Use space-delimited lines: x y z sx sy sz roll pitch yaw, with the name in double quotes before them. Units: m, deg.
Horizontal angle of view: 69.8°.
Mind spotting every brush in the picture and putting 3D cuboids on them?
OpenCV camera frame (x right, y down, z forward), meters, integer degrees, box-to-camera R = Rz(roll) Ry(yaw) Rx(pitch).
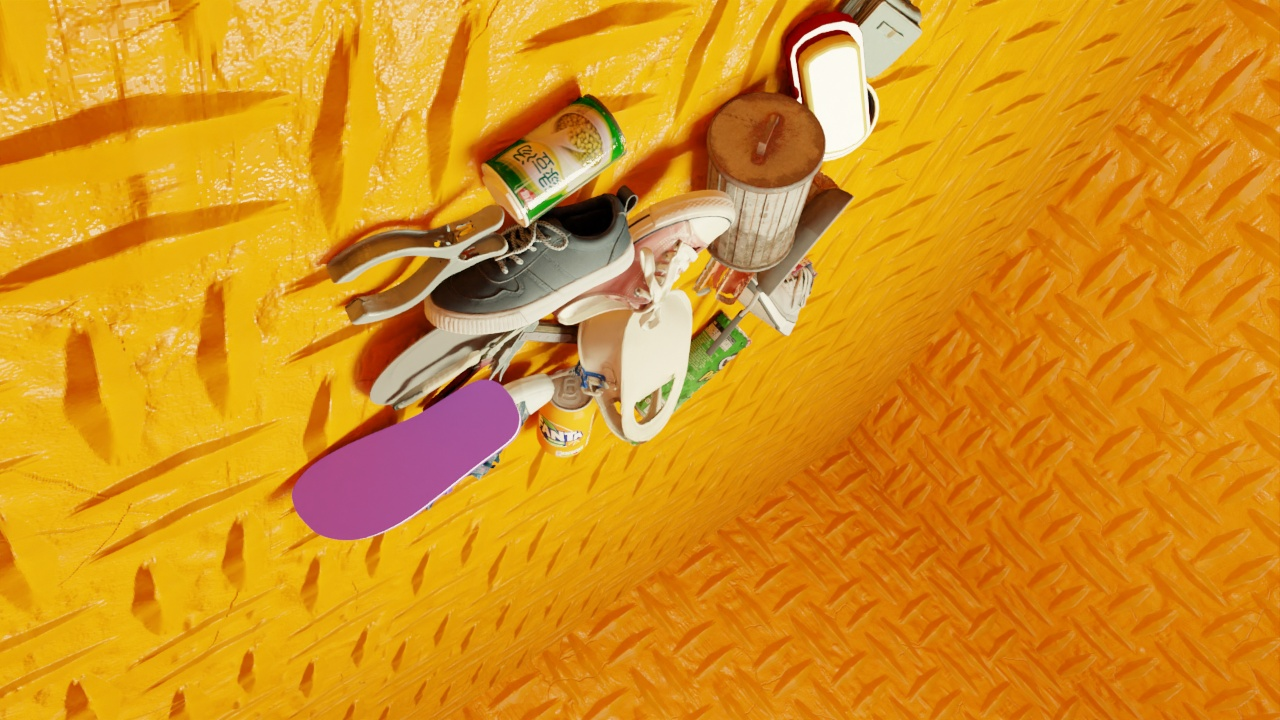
"brush" 0.216 -0.303 1.038 0.082 0.041 0.173 -19 136 3
"brush" -0.104 0.021 1.237 0.135 0.015 0.050 -20 175 -8

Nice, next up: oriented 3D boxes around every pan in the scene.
"pan" 0.181 -0.117 1.324 0.178 0.041 0.358 -46 175 -44

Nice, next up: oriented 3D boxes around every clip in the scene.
"clip" -0.198 -0.101 0.805 0.171 0.029 0.141 -30 159 -7

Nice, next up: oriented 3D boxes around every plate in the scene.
"plate" -0.216 -0.009 0.992 0.178 0.012 0.178 -35 170 -7

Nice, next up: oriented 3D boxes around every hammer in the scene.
"hammer" -0.073 -0.036 1.212 0.147 0.028 0.316 -53 158 17

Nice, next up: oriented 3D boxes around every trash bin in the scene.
"trash bin" 0.138 -0.208 1.084 0.130 0.131 0.211 -36 162 -14

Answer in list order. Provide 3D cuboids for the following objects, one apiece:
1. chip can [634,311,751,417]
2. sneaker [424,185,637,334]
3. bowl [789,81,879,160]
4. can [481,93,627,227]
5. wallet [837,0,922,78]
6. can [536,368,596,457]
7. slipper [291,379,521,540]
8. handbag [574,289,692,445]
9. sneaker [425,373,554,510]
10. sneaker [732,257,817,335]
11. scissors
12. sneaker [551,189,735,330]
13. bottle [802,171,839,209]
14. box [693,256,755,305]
"chip can" 0.083 0.018 1.553 0.223 0.075 0.075 -43 161 7
"sneaker" -0.107 -0.104 0.911 0.235 0.089 0.087 -27 140 -18
"bowl" 0.224 -0.307 1.114 0.112 0.061 0.113 -8 136 -8
"can" -0.078 -0.180 0.829 0.120 0.067 0.067 -38 161 -11
"wallet" 0.269 -0.386 1.068 0.131 0.054 0.101 -5 139 -52
"can" -0.106 0.076 1.314 0.079 0.079 0.143 -32 159 -25
"slipper" -0.260 0.119 1.066 0.266 0.107 0.084 -31 174 -6
"handbag" -0.007 0.007 1.205 0.200 0.093 0.200 -27 119 -55
"sneaker" -0.201 0.103 1.163 0.235 0.079 0.087 -33 172 -10
"sneaker" 0.232 -0.124 1.518 0.129 0.097 0.262 -56 158 6
"scissors" -0.201 0.010 1.044 0.178 0.015 0.194 -27 167 -43
"sneaker" 0.006 -0.099 1.019 0.241 0.087 0.118 -31 156 13
"bottle" 0.228 -0.202 1.369 0.059 0.059 0.166 -17 151 -49
"box" 0.144 -0.157 1.338 0.043 0.083 0.187 -82 -164 -47
